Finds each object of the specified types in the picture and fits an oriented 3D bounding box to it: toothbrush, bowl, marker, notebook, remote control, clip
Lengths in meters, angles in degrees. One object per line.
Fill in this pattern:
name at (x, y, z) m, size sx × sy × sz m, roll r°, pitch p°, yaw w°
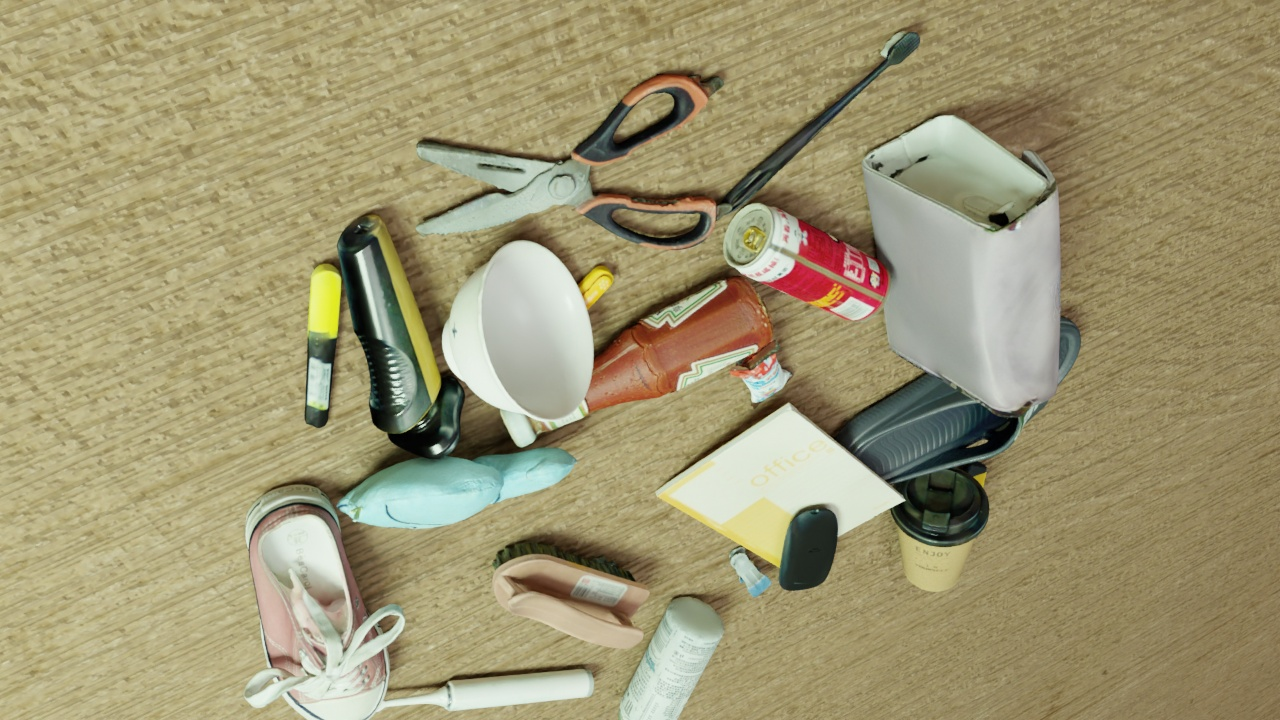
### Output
toothbrush at (-0.145, 0.300, 0.826) m, size 0.220 × 0.026 × 0.026 m, roll 5°, pitch 81°, yaw -30°
bowl at (-0.089, -0.014, 0.603) m, size 0.065 × 0.118 × 0.118 m, roll -12°, pitch 139°, yaw 30°
marker at (-0.206, -0.007, 0.592) m, size 0.018 × 0.015 × 0.124 m, roll -1°, pitch 125°, yaw -26°
toothbrush at (0.123, -0.166, 0.648) m, size 0.181 × 0.018 × 0.015 m, roll -42°, pitch 128°, yaw 8°
notebook at (0.131, 0.121, 0.830) m, size 0.146 × 0.010 × 0.206 m, roll -36°, pitch 133°, yaw 21°
remote control at (0.162, 0.190, 0.882) m, size 0.053 × 0.024 × 0.137 m, roll -8°, pitch 137°, yaw -5°
clip at (0.102, 0.202, 0.890) m, size 0.027 × 0.044 × 0.058 m, roll -35°, pitch 126°, yaw 0°
marker at (-0.065, -0.020, 0.653) m, size 0.124 × 0.015 × 0.018 m, roll -45°, pitch 126°, yaw 9°

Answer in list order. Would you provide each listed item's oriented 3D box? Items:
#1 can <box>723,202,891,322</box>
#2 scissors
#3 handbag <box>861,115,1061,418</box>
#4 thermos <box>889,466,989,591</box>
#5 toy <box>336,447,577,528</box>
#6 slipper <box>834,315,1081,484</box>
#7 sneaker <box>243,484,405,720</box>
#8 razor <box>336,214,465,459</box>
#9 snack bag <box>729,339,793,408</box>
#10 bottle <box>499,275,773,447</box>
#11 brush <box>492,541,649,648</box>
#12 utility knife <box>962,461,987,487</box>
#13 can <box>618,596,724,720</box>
can at (0.126, -0.072, 0.688) m, size 0.132 × 0.053 × 0.053 m, roll 18°, pitch 112°, yaw -35°
scissors at (-0.031, -0.120, 0.599) m, size 0.224 × 0.015 × 0.189 m, roll -41°, pitch 128°, yaw 4°
handbag at (0.252, -0.068, 0.696) m, size 0.098 × 0.145 × 0.197 m, roll -27°, pitch 131°, yaw -5°
thermos at (0.298, 0.173, 0.927) m, size 0.093 × 0.093 × 0.143 m, roll -24°, pitch 137°, yaw -10°
toy at (-0.132, 0.090, 0.647) m, size 0.162 × 0.050 × 0.156 m, roll -13°, pitch 174°, yaw 27°
slipper at (0.308, 0.057, 0.853) m, size 0.268 × 0.083 × 0.111 m, roll -27°, pitch 132°, yaw -6°
sneaker at (-0.234, 0.205, 0.675) m, size 0.118 × 0.088 × 0.241 m, roll -13°, pitch 126°, yaw -19°
razor at (-0.156, -0.013, 0.594) m, size 0.067 × 0.062 × 0.168 m, roll -39°, pitch 132°, yaw -39°
snack bag at (0.098, 0.011, 0.738) m, size 0.045 × 0.026 × 0.105 m, roll -41°, pitch 155°, yaw 2°
bottle at (-0.004, 0.004, 0.674) m, size 0.206 × 0.059 × 0.060 m, roll -26°, pitch 130°, yaw -5°
brush at (-0.061, 0.198, 0.769) m, size 0.145 × 0.073 × 0.063 m, roll 28°, pitch 107°, yaw -36°
utility knife at (0.348, 0.173, 0.995) m, size 0.033 × 0.015 × 0.178 m, roll -13°, pitch 128°, yaw -11°
can at (0.028, 0.302, 0.895) m, size 0.058 × 0.058 × 0.147 m, roll 7°, pitch 118°, yaw -31°
